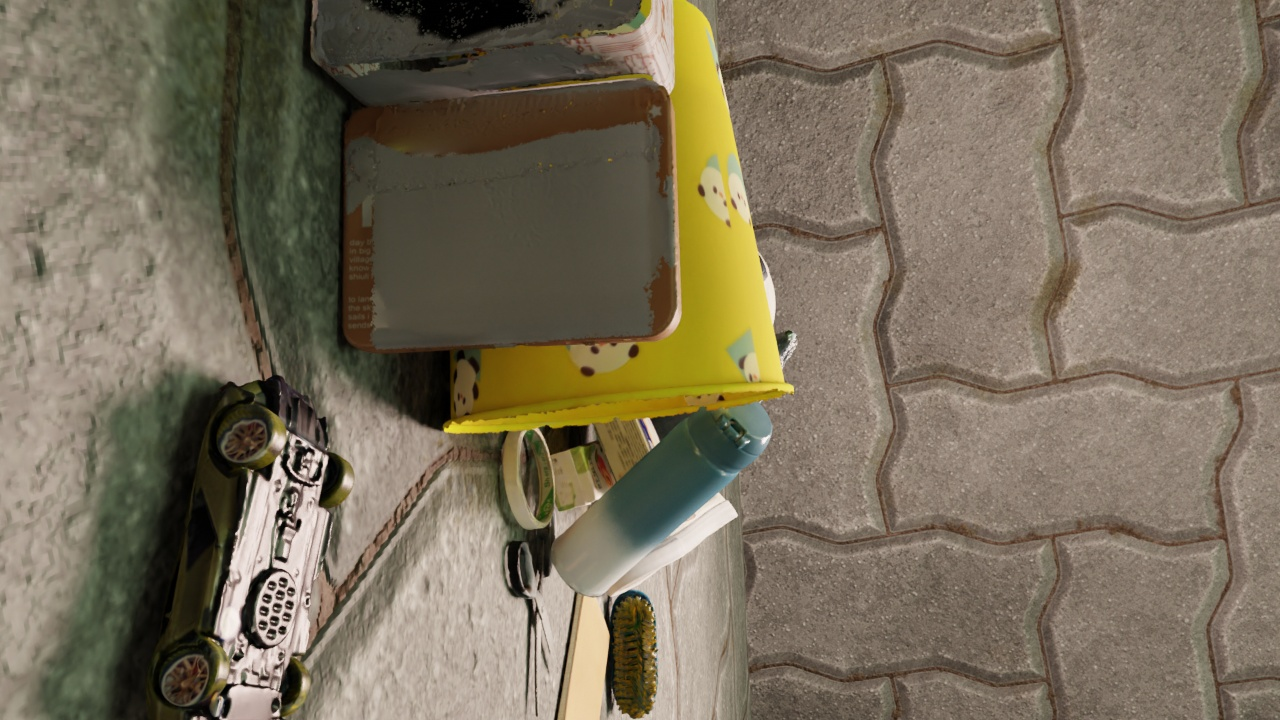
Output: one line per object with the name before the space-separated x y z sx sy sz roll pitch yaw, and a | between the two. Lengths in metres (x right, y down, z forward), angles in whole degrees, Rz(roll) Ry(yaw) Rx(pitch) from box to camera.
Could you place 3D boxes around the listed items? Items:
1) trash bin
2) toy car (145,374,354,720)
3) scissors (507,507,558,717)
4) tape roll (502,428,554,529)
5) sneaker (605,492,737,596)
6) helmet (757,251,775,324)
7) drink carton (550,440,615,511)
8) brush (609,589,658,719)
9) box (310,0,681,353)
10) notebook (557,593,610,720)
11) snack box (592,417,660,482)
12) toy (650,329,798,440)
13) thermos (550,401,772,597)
trash bin | -0.027 -0.088 0.618 0.229 0.230 0.255 26 57 -78
toy car | -0.153 0.082 0.357 0.070 0.042 0.158 67 23 -63
scissors | -0.085 0.206 0.776 0.159 0.014 0.180 65 24 -63
tape roll | -0.090 0.094 0.746 0.085 0.014 0.086 -9 89 -78
sneaker | 0.025 0.197 1.101 0.241 0.090 0.090 -21 73 -53
helmet | 0.093 -0.082 1.206 0.274 0.156 0.230 -154 -126 -64
drink carton | -0.055 0.107 0.867 0.122 0.045 0.053 8 64 -80
brush | -0.008 0.339 1.074 0.073 0.055 0.144 159 -71 -85
box | -0.071 -0.136 0.469 0.082 0.177 0.260 35 54 -77
notebook | -0.057 0.343 0.921 0.150 0.012 0.211 79 14 -47
snack box | -0.016 0.062 0.912 0.182 0.046 0.177 62 4 -67
toy | 0.052 0.098 1.058 0.091 0.355 0.138 46 -14 -13
thermos | 0.017 0.109 0.756 0.070 0.221 0.070 36 25 -20
